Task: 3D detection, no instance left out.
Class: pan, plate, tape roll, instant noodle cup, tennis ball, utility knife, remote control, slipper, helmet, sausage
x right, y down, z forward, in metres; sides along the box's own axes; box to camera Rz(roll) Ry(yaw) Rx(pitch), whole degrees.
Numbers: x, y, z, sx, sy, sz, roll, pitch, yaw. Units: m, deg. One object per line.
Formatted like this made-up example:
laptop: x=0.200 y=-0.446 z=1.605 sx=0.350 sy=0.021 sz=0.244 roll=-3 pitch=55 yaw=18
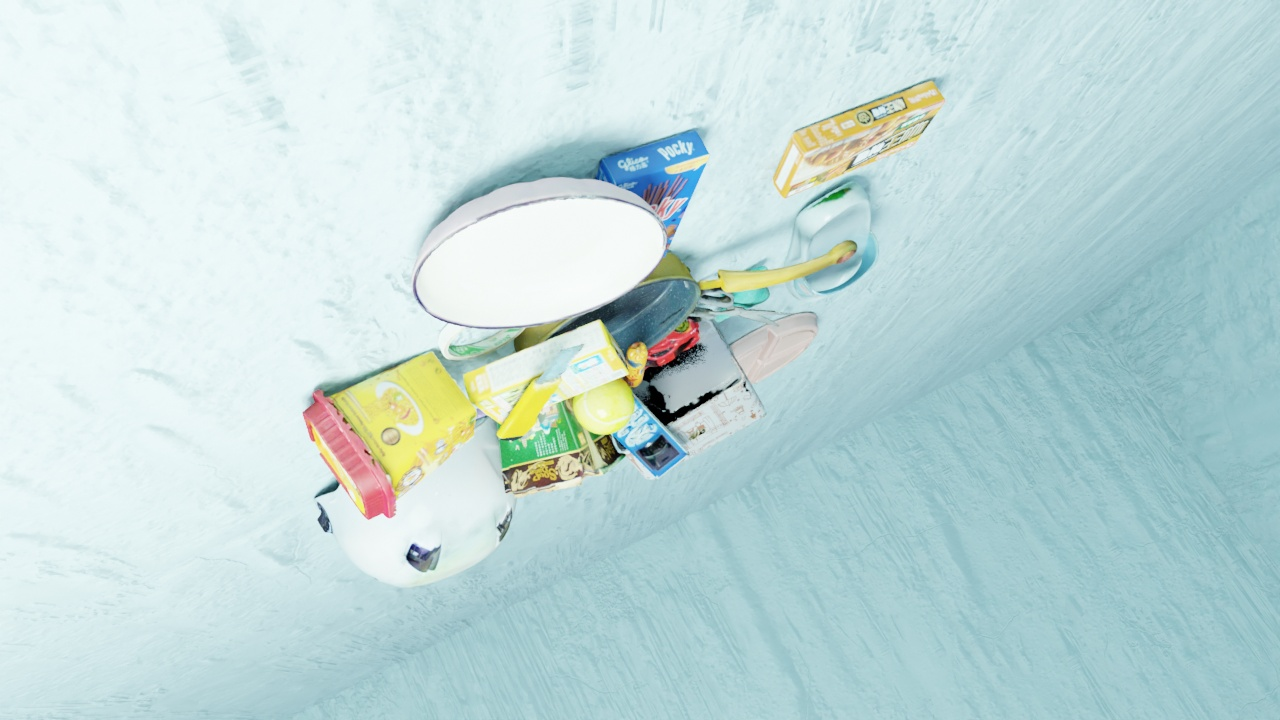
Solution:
pan: x=0.044 y=-0.061 z=0.922 sx=0.357 sy=0.078 sz=0.198 roll=-28 pitch=164 yaw=-3
plate: x=-0.076 y=-0.082 z=0.686 sx=0.192 sy=0.039 sz=0.193 roll=-13 pitch=159 yaw=-5
tape roll: x=-0.141 y=-0.028 z=0.832 sx=0.085 sy=0.014 sz=0.086 roll=-26 pitch=163 yaw=-8
instant noodle cup: x=-0.220 y=0.063 z=0.828 sx=0.123 sy=0.116 sz=0.116 roll=-34 pitch=167 yaw=-24
tennis ball: x=-0.039 y=0.046 z=0.969 sx=0.065 sy=0.065 sz=0.065 roll=-26 pitch=163 yaw=-9
utility knife: x=-0.092 y=0.031 z=0.830 sx=0.033 sy=0.015 sz=0.224 roll=-8 pitch=159 yaw=-27
remote control: x=0.001 y=0.081 z=1.039 sx=0.049 sy=0.125 sz=0.024 roll=-38 pitch=-154 yaw=9
slipper: x=0.223 y=-0.121 z=1.040 sx=0.104 sy=0.074 sz=0.245 roll=-29 pitch=162 yaw=-1
helmet: x=-0.242 y=0.181 z=1.064 sx=0.228 sy=0.146 sz=0.259 roll=-15 pitch=159 yaw=-38
plate: x=0.175 y=0.000 z=1.406 sx=0.229 sy=0.028 sz=0.230 roll=-26 pitch=164 yaw=-8
sausage: x=-0.006 y=0.006 z=0.952 sx=0.021 sy=0.021 sz=0.165 roll=-26 pitch=170 yaw=-7

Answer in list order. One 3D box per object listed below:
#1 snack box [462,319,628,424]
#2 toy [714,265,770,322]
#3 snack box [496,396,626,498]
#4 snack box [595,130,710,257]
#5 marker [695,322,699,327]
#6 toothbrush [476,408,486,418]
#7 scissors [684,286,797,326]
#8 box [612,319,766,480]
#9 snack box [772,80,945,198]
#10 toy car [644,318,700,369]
snack box: x=-0.086 y=0.013 z=0.865 sx=0.140 sy=0.033 sz=0.087 roll=-24 pitch=159 yaw=4
toy: x=0.122 y=-0.076 z=1.088 sx=0.097 sy=0.030 sz=0.091 roll=-31 pitch=160 yaw=20
snack box: x=-0.096 y=0.082 z=1.023 sx=0.118 sy=0.105 sz=0.117 roll=-13 pitch=-176 yaw=19
snack box: x=-0.004 y=-0.121 z=0.755 sx=0.084 sy=0.026 sz=0.157 roll=-21 pitch=162 yaw=-21
marker: x=0.010 y=-0.029 z=1.071 sx=0.145 sy=0.017 sz=0.017 roll=-16 pitch=159 yaw=-37
toothbrush: x=-0.105 y=0.030 z=0.923 sx=0.189 sy=0.014 sz=0.017 roll=-22 pitch=175 yaw=2
scissors: x=0.110 y=-0.058 z=1.062 sx=0.164 sy=0.014 sz=0.164 roll=-10 pitch=159 yaw=2
box: x=0.042 y=0.033 z=1.179 sx=0.179 sy=0.136 sz=0.269 roll=-30 pitch=-166 yaw=4
snack box: x=0.198 y=-0.202 z=0.840 sx=0.153 sy=0.026 sz=0.075 roll=-24 pitch=163 yaw=-15
toy car: x=0.020 y=-0.011 z=1.054 sx=0.106 sy=0.031 sz=0.049 roll=-27 pitch=161 yaw=-1
